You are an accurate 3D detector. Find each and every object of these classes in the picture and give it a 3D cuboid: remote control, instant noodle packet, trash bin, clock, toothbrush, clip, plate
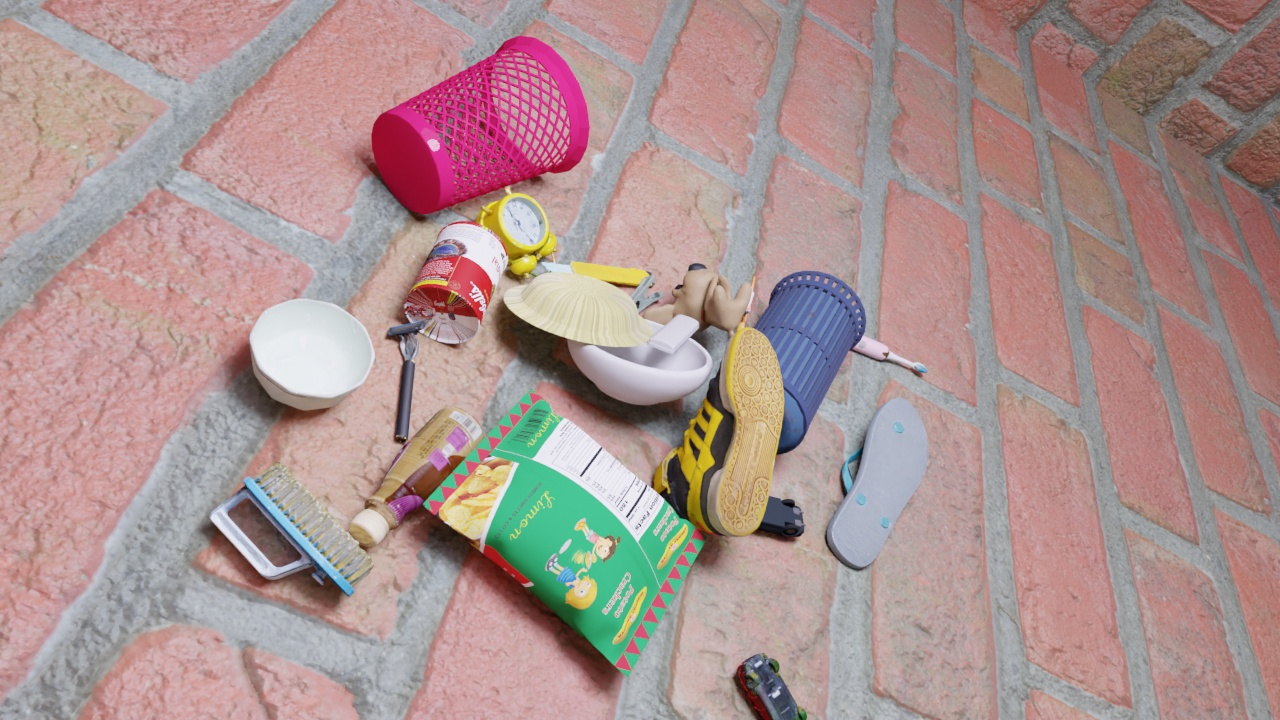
[{"bbox_3d":[0.042,-0.034,1.116,0.033,0.012,0.130,21,20,11],"label":"remote control"},{"bbox_3d":[-0.066,0.165,0.932,0.252,0.091,0.195,40,44,-1],"label":"instant noodle packet"},{"bbox_3d":[0.191,0.004,1.196,0.139,0.140,0.248,39,46,0],"label":"trash bin"},{"bbox_3d":[-0.152,-0.155,1.151,0.119,0.057,0.083,54,49,-15],"label":"clock"},{"bbox_3d":[0.346,-0.022,1.394,0.222,0.027,0.026,20,19,-18],"label":"toothbrush"},{"bbox_3d":[-0.002,-0.089,1.215,0.078,0.023,0.050,-24,99,-48],"label":"clip"},{"bbox_3d":[-0.068,-0.072,1.095,0.184,0.036,0.184,14,20,-6],"label":"plate"}]

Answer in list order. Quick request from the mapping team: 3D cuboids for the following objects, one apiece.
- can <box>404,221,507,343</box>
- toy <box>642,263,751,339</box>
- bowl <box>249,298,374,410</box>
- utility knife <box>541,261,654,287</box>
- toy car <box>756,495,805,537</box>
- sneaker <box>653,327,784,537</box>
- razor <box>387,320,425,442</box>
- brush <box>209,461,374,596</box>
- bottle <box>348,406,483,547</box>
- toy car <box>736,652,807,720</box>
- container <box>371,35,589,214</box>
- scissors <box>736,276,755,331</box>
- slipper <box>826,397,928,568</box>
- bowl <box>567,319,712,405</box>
[{"bbox_3d":[-0.208,-0.091,1.046,0.086,0.087,0.116,26,46,-13],"label":"can"},{"bbox_3d":[0.087,-0.073,1.203,0.133,0.108,0.106,-10,107,-38],"label":"toy"},{"bbox_3d":[-0.330,0.002,0.912,0.117,0.061,0.117,17,49,-21],"label":"bowl"},{"bbox_3d":[-0.051,-0.116,1.202,0.190,0.018,0.030,5,46,-46],"label":"utility knife"},{"bbox_3d":[0.147,0.183,1.095,0.112,0.034,0.046,17,49,-23],"label":"toy car"},{"bbox_3d":[0.089,0.085,1.053,0.086,0.122,0.238,23,67,-30],"label":"sneaker"},{"bbox_3d":[-0.250,0.023,0.979,0.043,0.022,0.144,-12,58,10],"label":"razor"},{"bbox_3d":[-0.304,0.161,0.809,0.136,0.055,0.075,44,67,6],"label":"brush"},{"bbox_3d":[-0.219,0.114,0.895,0.059,0.060,0.165,38,45,-1],"label":"bottle"},{"bbox_3d":[0.135,0.351,0.952,0.042,0.036,0.091,-19,67,-42],"label":"toy car"},{"bbox_3d":[-0.207,-0.285,1.154,0.183,0.184,0.225,47,52,8],"label":"container"},{"bbox_3d":[0.143,-0.066,1.251,0.011,0.128,0.125,15,65,2],"label":"scissors"},{"bbox_3d":[0.313,0.166,1.216,0.098,0.055,0.268,37,55,-6],"label":"slipper"},{"bbox_3d":[-0.006,0.006,1.093,0.176,0.066,0.176,14,20,-6],"label":"bowl"}]
